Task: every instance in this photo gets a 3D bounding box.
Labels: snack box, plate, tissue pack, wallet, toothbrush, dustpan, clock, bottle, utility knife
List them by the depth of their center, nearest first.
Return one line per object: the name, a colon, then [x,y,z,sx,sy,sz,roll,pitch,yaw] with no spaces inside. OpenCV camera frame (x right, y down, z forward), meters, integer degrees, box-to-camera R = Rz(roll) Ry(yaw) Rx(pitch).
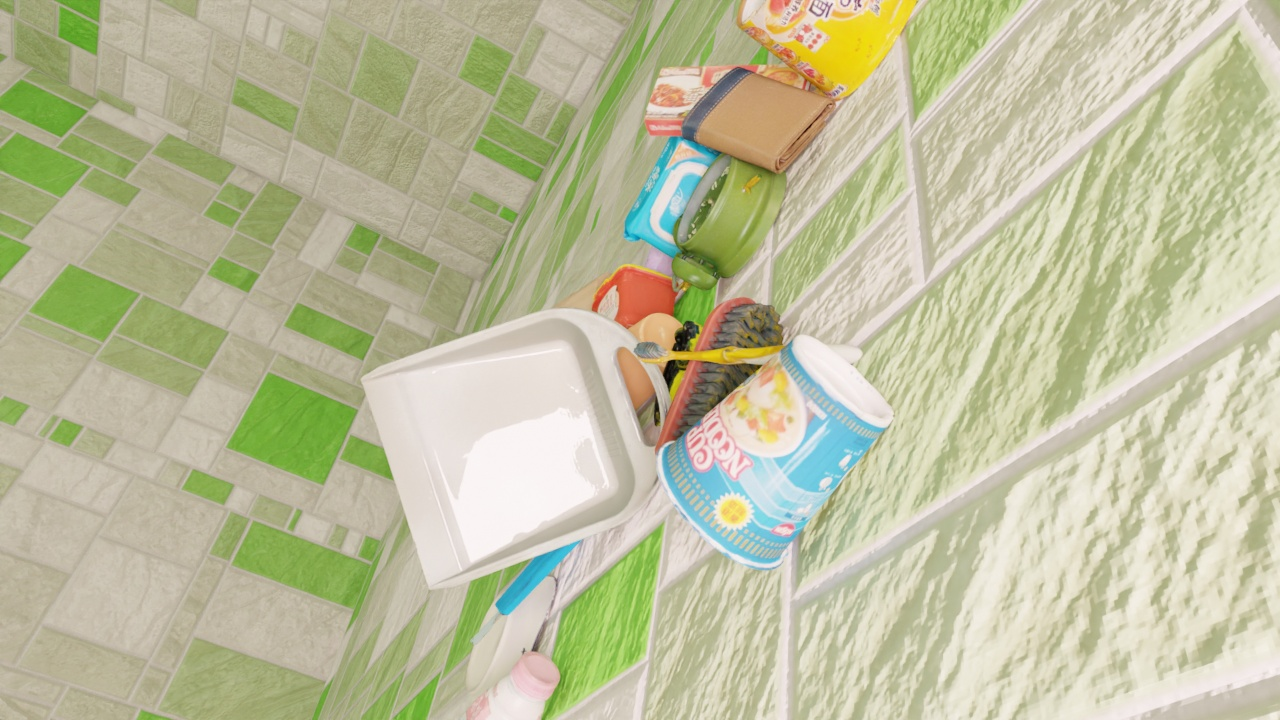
toothbrush: [0.066,-0.006,0.631,0.192,0.018,0.016,1,63,44]
bottle: [-0.138,0.346,0.819,0.197,0.068,0.068,-56,17,15]
wallet: [0.104,-0.217,0.822,0.115,0.033,0.090,31,73,38]
dustpan: [-0.106,0.068,0.829,0.143,0.257,0.222,137,114,-80]
clock: [0.074,-0.130,0.875,0.162,0.056,0.115,-54,17,33]
snack box: [0.085,-0.254,0.897,0.025,0.153,0.075,62,-141,-55]
utility knife: [-0.112,0.222,0.934,0.191,0.018,0.034,-48,23,7]
tissue pack: [0.049,-0.172,0.960,0.140,0.090,0.063,-59,16,20]
plate: [-0.148,0.302,0.977,0.165,0.034,0.163,-33,35,64]
snack box: [-0.008,-0.046,0.982,0.091,0.082,0.080,-47,33,50]

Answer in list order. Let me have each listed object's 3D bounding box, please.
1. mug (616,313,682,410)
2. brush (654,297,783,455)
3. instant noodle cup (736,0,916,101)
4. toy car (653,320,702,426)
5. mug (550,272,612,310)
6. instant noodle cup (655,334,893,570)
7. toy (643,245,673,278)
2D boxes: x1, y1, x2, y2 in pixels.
mug: [-0.005,0.005,0.906,0.123,0.078,0.078,-36,31,50]
brush: [0.057,0.018,0.687,0.069,0.063,0.145,-9,55,56]
instant noodle cup: [0.156,-0.309,0.787,0.138,0.109,0.137,-57,18,29]
toy car: [0.037,0.015,0.821,0.048,0.032,0.105,-90,18,-56]
mug: [-0.049,-0.055,1.116,0.104,0.084,0.124,-31,6,37]
instant noodle cup: [0.080,0.047,0.524,0.110,0.099,0.099,-50,19,21]
toy: [0.032,-0.124,1.046,0.108,0.039,0.084,-65,-7,3]
